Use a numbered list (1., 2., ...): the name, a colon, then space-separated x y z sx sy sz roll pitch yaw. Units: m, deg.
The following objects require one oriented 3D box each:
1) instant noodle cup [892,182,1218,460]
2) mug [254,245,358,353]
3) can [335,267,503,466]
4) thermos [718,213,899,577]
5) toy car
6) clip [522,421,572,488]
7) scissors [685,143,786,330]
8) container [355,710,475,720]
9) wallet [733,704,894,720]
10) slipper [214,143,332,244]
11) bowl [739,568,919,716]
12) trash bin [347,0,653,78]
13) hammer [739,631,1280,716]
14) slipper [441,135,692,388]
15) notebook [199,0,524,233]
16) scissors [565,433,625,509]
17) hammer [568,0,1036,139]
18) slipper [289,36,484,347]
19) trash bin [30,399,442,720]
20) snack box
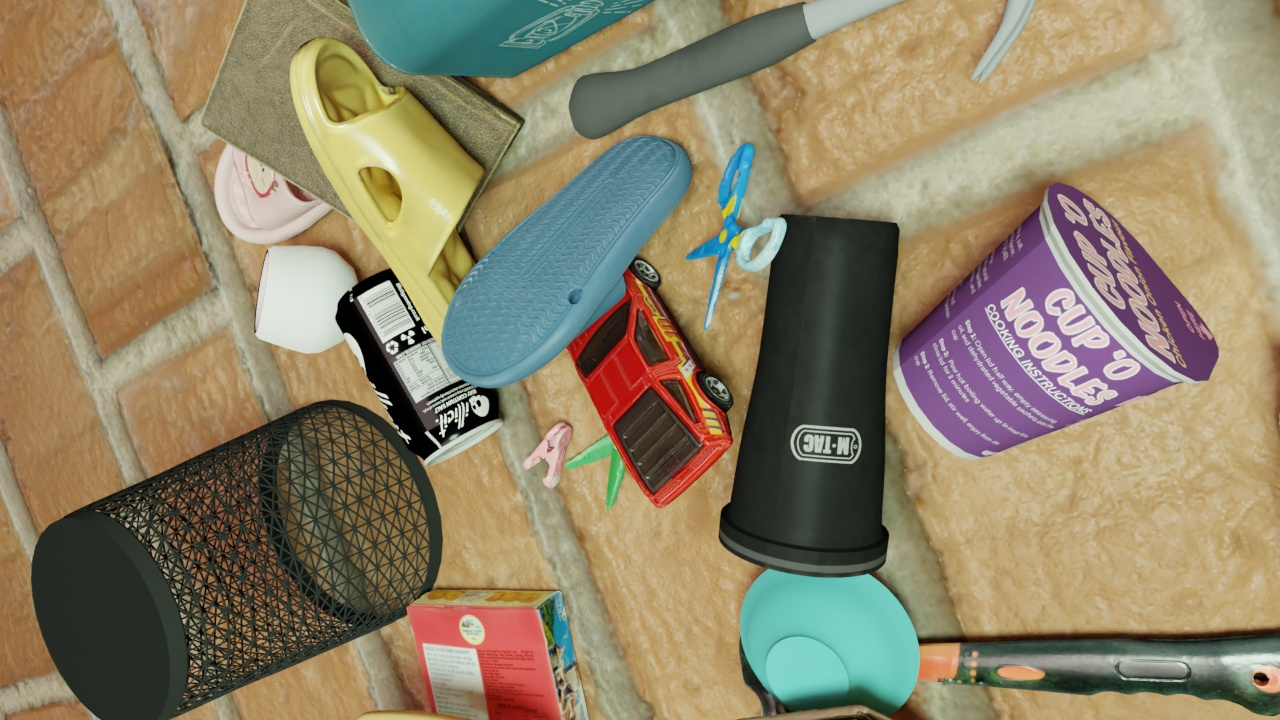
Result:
1. instant noodle cup: 0.217 -0.007 0.502 0.136 0.121 0.122 25 134 -25
2. mug: -0.285 -0.044 0.782 0.124 0.076 0.090 -43 46 51
3. can: -0.175 0.004 0.729 0.080 0.080 0.146 -34 84 30
4. thermos: 0.110 0.022 0.567 0.106 0.105 0.219 10 101 27
5. toy car: -0.004 0.004 0.625 0.082 0.056 0.189 -46 53 27
6. clip: -0.069 0.077 0.721 0.059 0.023 0.050 -30 90 32
7. scissors: 0.059 -0.079 0.583 0.013 0.130 0.125 15 87 -18
8. container: -0.133 0.355 0.721 0.184 0.129 0.167 -4 142 29
9. wallet: 0.128 0.248 0.584 0.099 0.121 0.026 -20 47 35
10. slipper: -0.285 -0.174 0.766 0.222 0.055 0.107 -22 88 29
11. bowl: 0.114 0.193 0.593 0.121 0.046 0.121 7 105 26
12. trash bin: -0.066 -0.291 0.548 0.219 0.196 0.199 -21 90 38
13. hammer: 0.219 0.192 0.582 0.334 0.033 0.133 -8 96 29
14. slipper: -0.042 -0.062 0.610 0.213 0.059 0.104 -48 48 -7
15. notebook: -0.201 -0.196 0.678 0.215 0.034 0.191 33 119 -9
16. scissors: -0.016 0.051 0.690 0.130 0.012 0.116 -27 86 30
17. hammer: 0.085 -0.198 0.569 0.312 0.029 0.125 -13 94 31
18. slipper: -0.143 -0.107 0.645 0.078 0.099 0.263 -17 121 11
19. trash bin: -0.328 0.166 0.756 0.217 0.242 0.217 7 104 28
20. snack box: -0.120 0.269 0.781 0.143 0.040 0.145 -8 97 30
